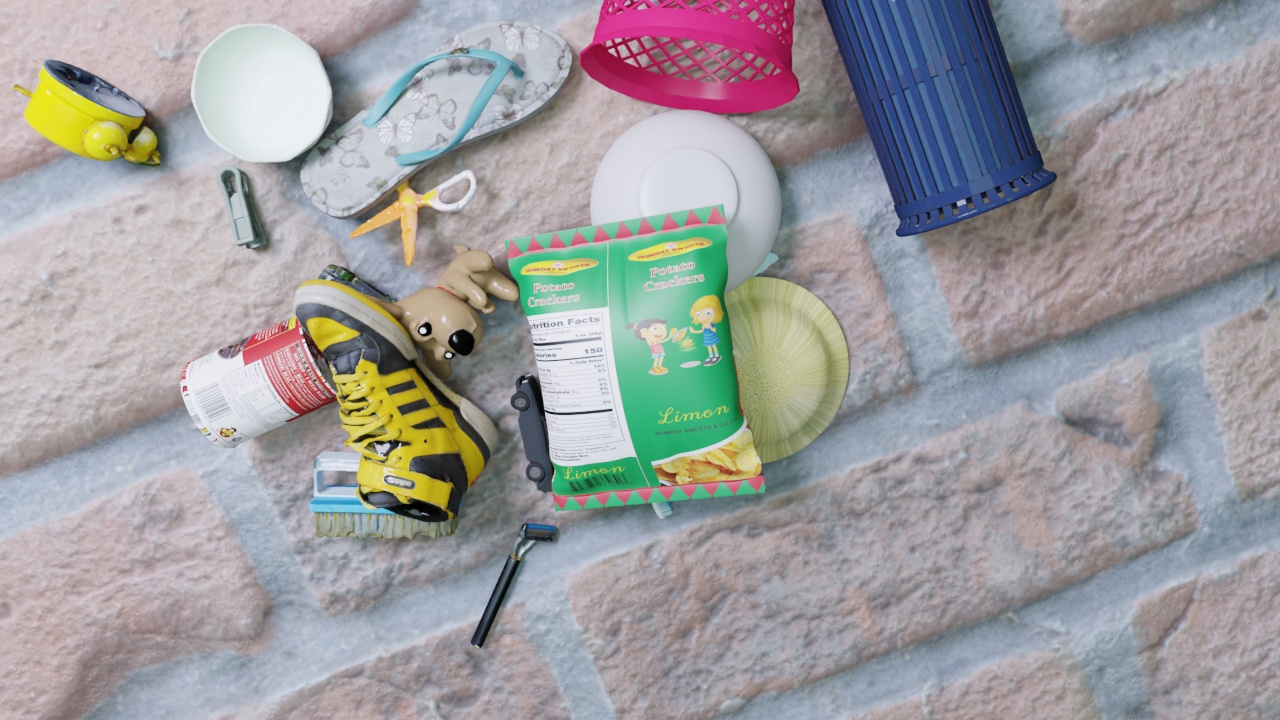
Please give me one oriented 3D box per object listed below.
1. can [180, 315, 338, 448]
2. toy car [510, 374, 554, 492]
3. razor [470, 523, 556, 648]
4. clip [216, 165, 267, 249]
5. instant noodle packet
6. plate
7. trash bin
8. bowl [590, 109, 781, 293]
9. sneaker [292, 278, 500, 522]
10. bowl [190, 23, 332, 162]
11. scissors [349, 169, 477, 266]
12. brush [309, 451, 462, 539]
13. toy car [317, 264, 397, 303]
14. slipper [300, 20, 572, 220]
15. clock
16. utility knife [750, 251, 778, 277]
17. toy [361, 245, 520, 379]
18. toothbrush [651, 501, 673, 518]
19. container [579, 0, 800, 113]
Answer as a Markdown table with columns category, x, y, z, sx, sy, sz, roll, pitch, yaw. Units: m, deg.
| category | x | y | z | sx | sy | sz | roll | pitch | yaw |
| --- | --- | --- | --- | --- | --- | --- | --- | --- | --- |
| can | -0.337 | 0.017 | 0.829 | 0.116 | 0.086 | 0.086 | -24 | 98 | 0 |
| toy car | -0.096 | 0.069 | 0.868 | 0.034 | 0.046 | 0.112 | -10 | 100 | 3 |
| razor | -0.133 | 0.219 | 0.902 | 0.042 | 0.022 | 0.144 | 19 | 104 | -45 |
| clip | -0.363 | -0.138 | 0.828 | 0.023 | 0.050 | 0.078 | -17 | 106 | -2 |
| instant noodle packet | -0.005 | 0.005 | 0.806 | 0.196 | 0.090 | 0.253 | -7 | 100 | 14 |
| plate | 0.113 | 0.015 | 0.867 | 0.184 | 0.036 | 0.184 | -1 | 102 | -6 |
| trash bin | 0.249 | -0.249 | 0.796 | 0.139 | 0.139 | 0.249 | -22 | 97 | 0 |
| bowl | 0.041 | -0.142 | 0.824 | 0.176 | 0.066 | 0.176 | 0 | 91 | 1 |
| sneaker | -0.223 | 0.049 | 0.783 | 0.086 | 0.121 | 0.238 | -16 | 130 | 34 |
| bowl | -0.323 | -0.231 | 0.808 | 0.117 | 0.061 | 0.117 | 0 | 98 | -2 |
| scissors | -0.202 | -0.144 | 0.829 | 0.128 | 0.011 | 0.125 | -4 | 76 | 0 |
| brush | -0.237 | 0.127 | 0.865 | 0.136 | 0.055 | 0.075 | 3 | 103 | -4 |
| toy car | -0.257 | -0.052 | 0.848 | 0.091 | 0.036 | 0.042 | 33 | 94 | -6 |
| slipper | -0.186 | -0.225 | 0.808 | 0.268 | 0.055 | 0.098 | -32 | 84 | -2 |
| clock | -0.470 | -0.208 | 0.794 | 0.118 | 0.083 | 0.057 | 35 | 100 | -4 |
| utility knife | 0.051 | -0.046 | 0.873 | 0.191 | 0.018 | 0.030 | -35 | 103 | 6 |
| toy | -0.171 | -0.049 | 0.822 | 0.108 | 0.106 | 0.134 | -49 | 141 | -10 |
| toothbrush | -0.032 | 0.059 | 0.881 | 0.027 | 0.027 | 0.222 | -29 | 100 | 21 |
| container | 0.057 | -0.346 | 0.763 | 0.183 | 0.183 | 0.225 | 9 | 90 | -4 |
